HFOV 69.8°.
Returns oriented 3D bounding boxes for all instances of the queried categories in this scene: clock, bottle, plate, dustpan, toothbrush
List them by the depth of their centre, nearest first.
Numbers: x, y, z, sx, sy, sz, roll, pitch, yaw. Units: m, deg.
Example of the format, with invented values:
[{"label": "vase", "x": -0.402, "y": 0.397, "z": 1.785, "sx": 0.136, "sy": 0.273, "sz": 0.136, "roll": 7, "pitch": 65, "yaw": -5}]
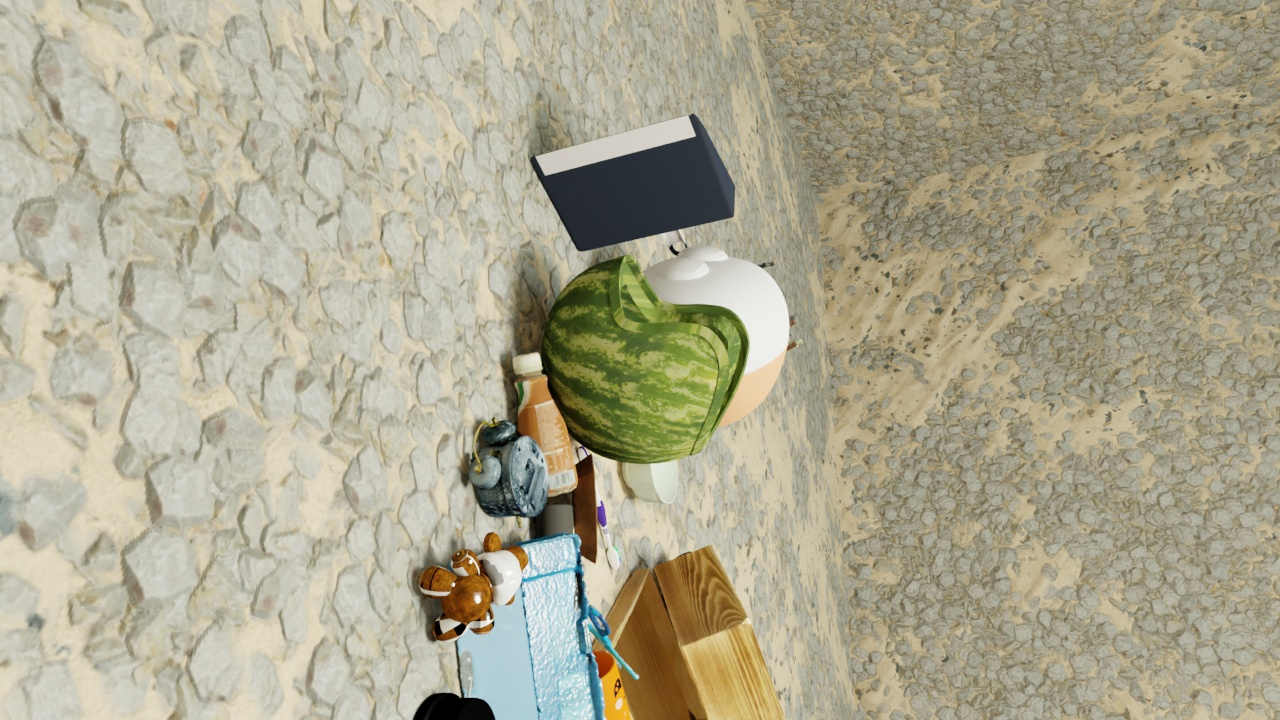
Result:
[{"label": "clock", "x": -0.172, "y": 0.356, "z": 0.828, "sx": 0.120, "sy": 0.043, "sz": 0.091, "roll": -55, "pitch": 132, "yaw": -62}, {"label": "clock", "x": -0.144, "y": 0.118, "z": 0.992, "sx": 0.090, "sy": 0.052, "sz": 0.129, "roll": -77, "pitch": 151, "yaw": -46}, {"label": "bottle", "x": -0.097, "y": 0.262, "z": 1.065, "sx": 0.045, "sy": 0.045, "sz": 0.184, "roll": 31, "pitch": 53, "yaw": -64}, {"label": "bottle", "x": -0.117, "y": 0.075, "z": 1.075, "sx": 0.059, "sy": 0.059, "sz": 0.167, "roll": -22, "pitch": 101, "yaw": -69}, {"label": "plate", "x": -0.070, "y": 0.184, "z": 1.137, "sx": 0.131, "sy": 0.025, "sz": 0.131, "roll": 177, "pitch": -89, "yaw": -84}, {"label": "toothbrush", "x": -0.056, "y": 0.201, "z": 1.250, "sx": 0.016, "sy": 0.015, "sz": 0.187, "roll": -55, "pitch": 132, "yaw": -69}, {"label": "dustpan", "x": 0.012, "y": -0.228, "z": 1.299, "sx": 0.080, "sy": 0.237, "sz": 0.273, "roll": -81, "pitch": 153, "yaw": -42}]

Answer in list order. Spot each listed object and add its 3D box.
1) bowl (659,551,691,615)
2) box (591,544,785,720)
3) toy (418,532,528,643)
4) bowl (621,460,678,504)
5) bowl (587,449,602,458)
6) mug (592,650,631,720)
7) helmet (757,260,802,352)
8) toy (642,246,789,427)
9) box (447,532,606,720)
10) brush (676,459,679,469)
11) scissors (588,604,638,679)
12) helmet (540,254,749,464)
[{"label": "bowl", "x": 0.068, "y": 0.363, "z": 1.419, "sx": 0.120, "sy": 0.066, "sz": 0.120, "roll": 162, "pitch": -90, "yaw": -78}, {"label": "box", "x": 0.064, "y": 0.444, "z": 1.268, "sx": 0.258, "sy": 0.220, "sz": 0.279, "roll": -112, "pitch": -179, "yaw": -76}, {"label": "toy", "x": -0.154, "y": 0.216, "z": 0.891, "sx": 0.112, "sy": 0.067, "sz": 0.087, "roll": -35, "pitch": 114, "yaw": -62}, {"label": "bowl", "x": 0.010, "y": 0.161, "z": 1.376, "sx": 0.117, "sy": 0.061, "sz": 0.117, "roll": -10, "pitch": 90, "yaw": -70}, {"label": "bowl", "x": -0.031, "y": 0.074, "z": 1.285, "sx": 0.117, "sy": 0.074, "sz": 0.118, "roll": -9, "pitch": 90, "yaw": -70}, {"label": "mug", "x": -0.059, "y": 0.399, "z": 1.087, "sx": 0.112, "sy": 0.077, "sz": 0.096, "roll": -146, "pitch": -139, "yaw": -75}, {"label": "helmet", "x": 0.176, "y": -0.059, "z": 1.667, "sx": 0.192, "sy": 0.237, "sz": 0.223, "roll": 48, "pitch": 39, "yaw": -31}, {"label": "toy", "x": 0.086, "y": -0.024, "z": 1.367, "sx": 0.262, "sy": 0.266, "sz": 0.281, "roll": -39, "pitch": 131, "yaw": -54}, {"label": "box", "x": -0.118, "y": 0.306, "z": 0.958, "sx": 0.174, "sy": 0.034, "sz": 0.231, "roll": -1, "pitch": 81, "yaw": -46}, {"label": "brush", "x": 0.029, "y": 0.106, "z": 1.476, "sx": 0.059, "sy": 0.043, "sz": 0.195, "roll": 4, "pitch": 77, "yaw": -68}, {"label": "scissors", "x": -0.044, "y": 0.323, "z": 1.076, "sx": 0.012, "sy": 0.128, "sz": 0.137, "roll": -38, "pitch": 83, "yaw": -26}, {"label": "helmet", "x": -0.007, "y": 0.007, "z": 1.141, "sx": 0.244, "sy": 0.247, "sz": 0.212, "roll": -66, "pitch": 171, "yaw": 18}]
